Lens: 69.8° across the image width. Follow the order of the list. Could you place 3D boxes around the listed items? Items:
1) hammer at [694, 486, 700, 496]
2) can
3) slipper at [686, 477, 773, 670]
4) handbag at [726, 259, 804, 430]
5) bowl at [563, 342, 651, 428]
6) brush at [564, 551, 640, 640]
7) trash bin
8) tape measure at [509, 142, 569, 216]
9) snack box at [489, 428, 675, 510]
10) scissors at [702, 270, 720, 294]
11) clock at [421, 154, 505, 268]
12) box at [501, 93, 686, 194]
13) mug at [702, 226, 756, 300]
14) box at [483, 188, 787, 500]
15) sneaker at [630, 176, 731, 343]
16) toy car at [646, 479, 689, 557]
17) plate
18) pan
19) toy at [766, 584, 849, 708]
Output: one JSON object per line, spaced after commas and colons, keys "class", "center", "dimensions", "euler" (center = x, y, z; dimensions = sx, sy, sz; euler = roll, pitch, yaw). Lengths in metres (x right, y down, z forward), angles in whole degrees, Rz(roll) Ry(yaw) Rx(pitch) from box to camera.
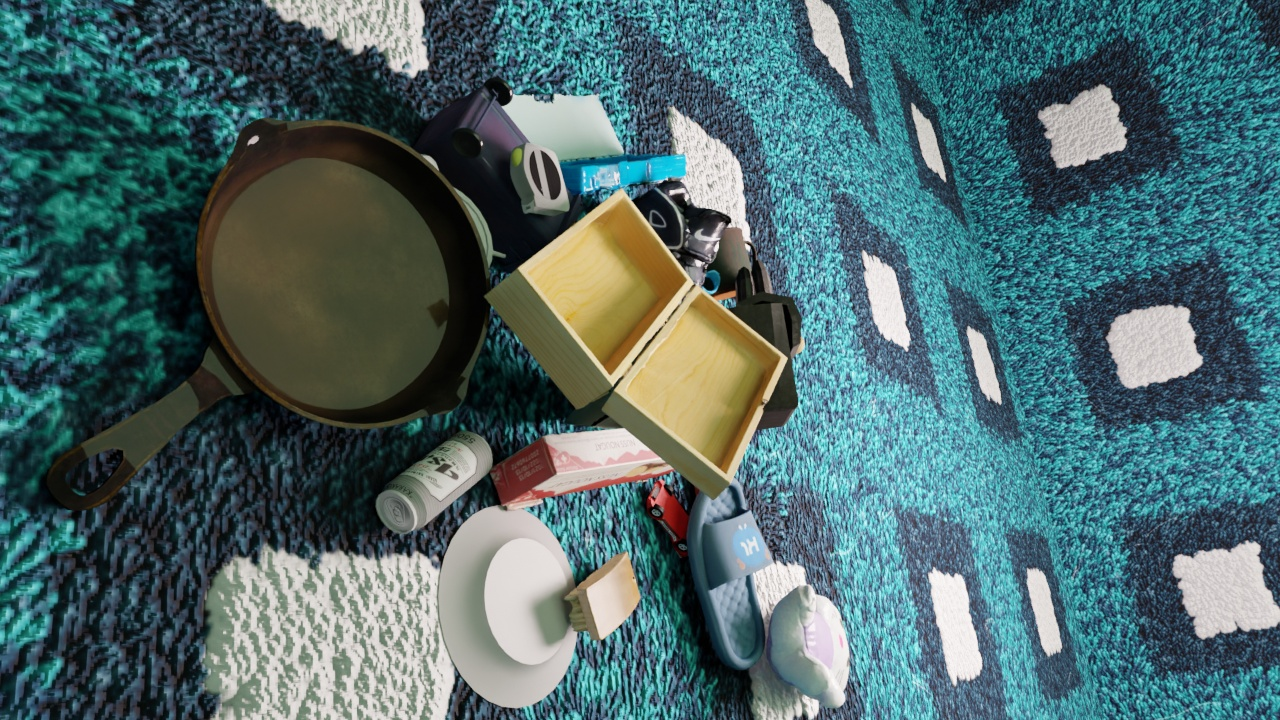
{"class": "hammer", "center": [0.078, 0.141, 1.096], "dimensions": [0.126, 0.036, 0.315], "euler": [11, 65, -56]}
{"class": "can", "center": [-0.165, 0.097, 0.746], "dimensions": [0.106, 0.044, 0.044], "euler": [-41, 108, -56]}
{"class": "slipper", "center": [0.103, 0.233, 1.013], "dimensions": [0.103, 0.059, 0.213], "euler": [-2, 82, -46]}
{"class": "handbag", "center": [0.151, -0.022, 1.136], "dimensions": [0.197, 0.102, 0.199], "euler": [64, 21, -79]}
{"class": "bowl", "center": [0.005, 0.018, 0.913], "dimensions": [0.173, 0.175, 0.068], "euler": [-18, 102, -57]}
{"class": "brush", "center": [-0.034, 0.220, 0.861], "dimensions": [0.117, 0.039, 0.049], "euler": [-17, 91, -74]}
{"class": "trash bin", "center": [-0.133, -0.171, 0.888], "dimensions": [0.161, 0.092, 0.093], "euler": [49, 38, -31]}
{"class": "tape measure", "center": [-0.094, -0.165, 0.846], "dimensions": [0.064, 0.017, 0.065], "euler": [-7, 83, -61]}
{"class": "snack box", "center": [-0.029, 0.100, 0.917], "dimensions": [0.272, 0.077, 0.044], "euler": [0, 63, -56]}
{"class": "scissors", "center": [0.041, -0.110, 1.148], "dimensions": [0.133, 0.016, 0.073], "euler": [-14, 92, -29]}
{"class": "clock", "center": [-0.197, -0.116, 0.800], "dimensions": [0.159, 0.061, 0.119], "euler": [46, 43, -26]}
{"class": "box", "center": [-0.067, -0.237, 1.063], "dimensions": [0.167, 0.075, 0.242], "euler": [39, 29, 15]}
{"class": "mug", "center": [0.116, -0.128, 1.231], "dimensions": [0.110, 0.085, 0.081], "euler": [-11, 84, -33]}
{"class": "box", "center": [0.012, -0.025, 0.838], "dimensions": [0.257, 0.076, 0.246], "euler": [40, 32, -1]}
{"class": "sneaker", "center": [0.051, -0.102, 1.037], "dimensions": [0.097, 0.151, 0.252], "euler": [8, 54, -51]}
{"class": "toy car", "center": [0.035, 0.176, 1.019], "dimensions": [0.089, 0.025, 0.038], "euler": [54, 39, -21]}
{"class": "plate", "center": [-0.104, 0.211, 0.800], "dimensions": [0.172, 0.019, 0.172], "euler": [31, 50, -45]}
{"class": "pan", "center": [-0.253, -0.023, 0.646], "dimensions": [0.354, 0.043, 0.249], "euler": [-48, 115, -38]}
{"class": "toy", "center": [0.198, 0.342, 1.087], "dimensions": [0.209, 0.086, 0.137], "euler": [48, 30, -64]}
